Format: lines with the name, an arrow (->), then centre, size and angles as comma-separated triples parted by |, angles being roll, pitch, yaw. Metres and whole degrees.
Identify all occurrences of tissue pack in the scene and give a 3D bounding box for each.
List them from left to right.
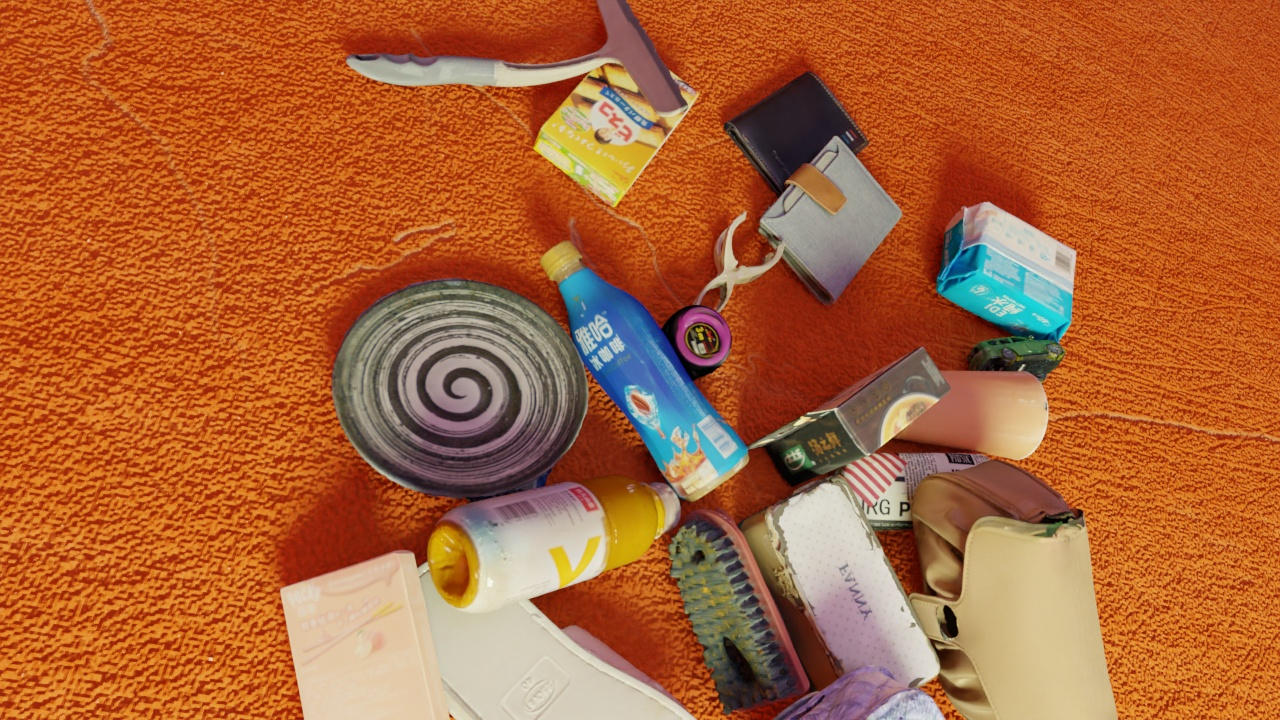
tissue pack -> 0.347, -0.080, 0.870 | 0.140, 0.063, 0.089 | 25, 62, -13

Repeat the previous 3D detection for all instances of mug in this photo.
mug -> 0.274, 0.042, 0.792 | 0.122, 0.078, 0.078 | 6, 69, -14

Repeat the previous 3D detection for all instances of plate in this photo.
plate -> -0.127, 0.018, 0.656 | 0.179, 0.024, 0.179 | 7, 58, -12

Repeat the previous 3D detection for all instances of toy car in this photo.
toy car -> 0.348, -0.001, 0.851 | 0.091, 0.043, 0.036 | -2, 49, -14

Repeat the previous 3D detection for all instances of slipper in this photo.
slipper -> -0.052, 0.232, 0.599 | 0.274, 0.055, 0.113 | 36, 58, 8

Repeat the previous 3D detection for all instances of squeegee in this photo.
squeegee -> -0.113, -0.243, 0.756 | 0.246, 0.039, 0.246 | -9, 46, -12

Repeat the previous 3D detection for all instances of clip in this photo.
clip -> 0.071, -0.086, 0.782 | 0.103, 0.035, 0.092 | -29, 87, -20

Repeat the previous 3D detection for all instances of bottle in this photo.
bottle -> -0.049, 0.116, 0.620 | 0.189, 0.068, 0.068 | -6, 72, -44
bottle -> -0.004, 0.004, 0.700 | 0.065, 0.065, 0.218 | -34, 85, -28

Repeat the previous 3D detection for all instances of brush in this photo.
brush -> 0.069, 0.177, 0.670 | 0.069, 0.063, 0.145 | -4, 67, -55

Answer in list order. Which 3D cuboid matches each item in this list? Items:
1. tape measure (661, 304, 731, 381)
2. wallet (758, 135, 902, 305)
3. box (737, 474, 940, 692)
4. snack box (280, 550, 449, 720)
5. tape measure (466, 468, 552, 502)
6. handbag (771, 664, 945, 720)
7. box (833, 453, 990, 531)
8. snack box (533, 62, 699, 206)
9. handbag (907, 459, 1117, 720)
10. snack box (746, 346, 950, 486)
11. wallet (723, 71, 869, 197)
tape measure -> 0.043, -0.014, 0.740 | 0.057, 0.039, 0.057 | -36, 86, -24
wallet -> 0.173, -0.130, 0.829 | 0.106, 0.037, 0.129 | 47, 63, -11
box -> 0.152, 0.185, 0.697 | 0.089, 0.060, 0.184 | -19, 80, -25
snack box -> -0.164, 0.204, 0.560 | 0.084, 0.026, 0.157 | -19, 75, 9
tape measure -> -0.097, 0.089, 0.653 | 0.058, 0.025, 0.054 | 18, 65, -3
handbag -> 0.161, 0.314, 0.615 | 0.134, 0.076, 0.194 | -29, 98, -16
box -> 0.232, 0.111, 0.769 | 0.164, 0.057, 0.071 | 4, 92, -19
snack box -> -0.019, -0.208, 0.792 | 0.087, 0.034, 0.140 | 36, 64, -5
handbag -> 0.266, 0.182, 0.678 | 0.099, 0.148, 0.204 | -12, 93, -18
snack box -> 0.158, 0.048, 0.719 | 0.125, 0.113, 0.053 | -32, 84, -28
wallet -> 0.149, -0.212, 0.868 | 0.122, 0.020, 0.096 | -38, 87, -26
